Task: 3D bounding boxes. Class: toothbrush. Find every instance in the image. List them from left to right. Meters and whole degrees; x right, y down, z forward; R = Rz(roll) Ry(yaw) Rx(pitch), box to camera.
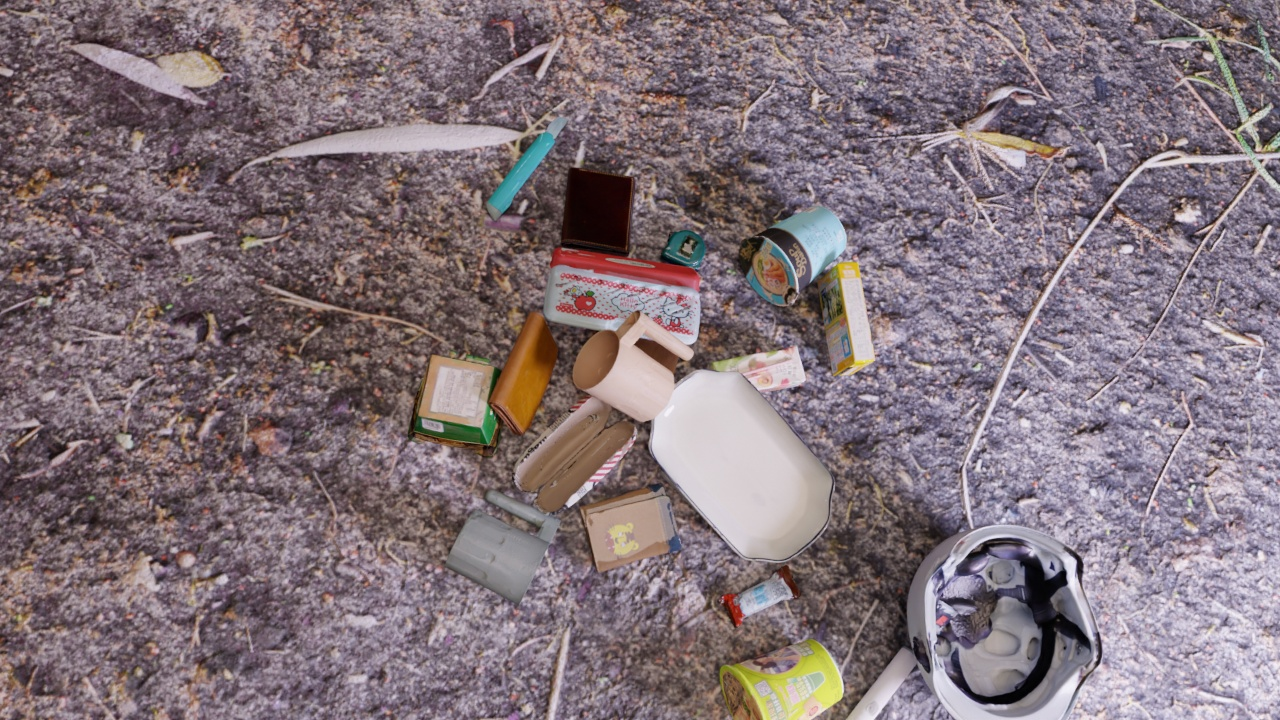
[{"bbox_3d":[0.277,0.456,1.164,0.027,0.026,0.220,41,75,12],"label":"toothbrush"}]

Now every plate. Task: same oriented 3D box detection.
[{"bbox_3d":[0.128,0.134,1.180,0.162,0.034,0.265,-42,86,-3],"label":"plate"}]

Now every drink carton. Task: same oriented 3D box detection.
[{"bbox_3d":[0.156,0.018,1.237,0.122,0.045,0.053,-11,80,-10],"label":"drink carton"}]

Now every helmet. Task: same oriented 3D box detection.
[{"bbox_3d":[0.434,0.334,1.154,0.229,0.146,0.258,-4,86,-8],"label":"helmet"}]

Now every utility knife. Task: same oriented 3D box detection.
[{"bbox_3d":[-0.157,-0.270,1.274,0.029,0.013,0.184,35,76,-3],"label":"utility knife"}]

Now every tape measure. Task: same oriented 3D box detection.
[{"bbox_3d":[0.062,-0.154,1.273,0.058,0.025,0.054,25,76,-3],"label":"tape measure"}]

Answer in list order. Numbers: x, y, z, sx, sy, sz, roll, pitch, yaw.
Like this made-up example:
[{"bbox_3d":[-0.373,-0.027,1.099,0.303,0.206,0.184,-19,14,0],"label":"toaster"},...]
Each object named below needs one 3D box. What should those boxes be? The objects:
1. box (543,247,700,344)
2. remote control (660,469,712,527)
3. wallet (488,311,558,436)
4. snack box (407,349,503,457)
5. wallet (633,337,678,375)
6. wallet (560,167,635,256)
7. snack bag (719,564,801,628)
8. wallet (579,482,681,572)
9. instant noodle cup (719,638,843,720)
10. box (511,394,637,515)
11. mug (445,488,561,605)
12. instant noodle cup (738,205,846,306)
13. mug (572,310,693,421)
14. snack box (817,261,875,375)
[{"bbox_3d":[-0.021,-0.094,1.197,0.201,0.069,0.157,9,40,-7],"label":"box"},{"bbox_3d":[0.089,0.175,1.205,0.056,0.019,0.135,-43,86,-14],"label":"remote control"},{"bbox_3d":[-0.141,0.023,1.161,0.035,0.119,0.130,14,66,15],"label":"wallet"},{"bbox_3d":[-0.228,0.050,1.143,0.118,0.106,0.117,10,76,-5],"label":"snack box"},{"bbox_3d":[-0.001,0.000,1.233,0.101,0.020,0.115,15,78,-3],"label":"wallet"},{"bbox_3d":[-0.057,-0.206,1.264,0.096,0.020,0.122,8,69,-9],"label":"wallet"},{"bbox_3d":[0.155,0.304,1.181,0.105,0.026,0.045,-22,72,-13],"label":"snack bag"},{"bbox_3d":[-0.013,0.214,1.176,0.115,0.033,0.090,-14,81,-8],"label":"wallet"},{"bbox_3d":[0.178,0.403,1.125,0.123,0.112,0.111,-19,80,-19],"label":"instant noodle cup"},{"bbox_3d":[-0.086,0.116,1.163,0.162,0.075,0.086,-44,117,-13],"label":"box"},{"bbox_3d":[-0.168,0.225,1.133,0.103,0.084,0.123,26,48,-1],"label":"mug"},{"bbox_3d":[0.216,-0.150,1.259,0.120,0.111,0.111,-35,84,-23],"label":"instant noodle cup"},{"bbox_3d":[-0.007,0.007,1.149,0.103,0.084,0.125,33,108,-35],"label":"mug"},{"bbox_3d":[0.278,-0.055,1.250,0.033,0.087,0.140,-7,78,-9],"label":"snack box"}]
